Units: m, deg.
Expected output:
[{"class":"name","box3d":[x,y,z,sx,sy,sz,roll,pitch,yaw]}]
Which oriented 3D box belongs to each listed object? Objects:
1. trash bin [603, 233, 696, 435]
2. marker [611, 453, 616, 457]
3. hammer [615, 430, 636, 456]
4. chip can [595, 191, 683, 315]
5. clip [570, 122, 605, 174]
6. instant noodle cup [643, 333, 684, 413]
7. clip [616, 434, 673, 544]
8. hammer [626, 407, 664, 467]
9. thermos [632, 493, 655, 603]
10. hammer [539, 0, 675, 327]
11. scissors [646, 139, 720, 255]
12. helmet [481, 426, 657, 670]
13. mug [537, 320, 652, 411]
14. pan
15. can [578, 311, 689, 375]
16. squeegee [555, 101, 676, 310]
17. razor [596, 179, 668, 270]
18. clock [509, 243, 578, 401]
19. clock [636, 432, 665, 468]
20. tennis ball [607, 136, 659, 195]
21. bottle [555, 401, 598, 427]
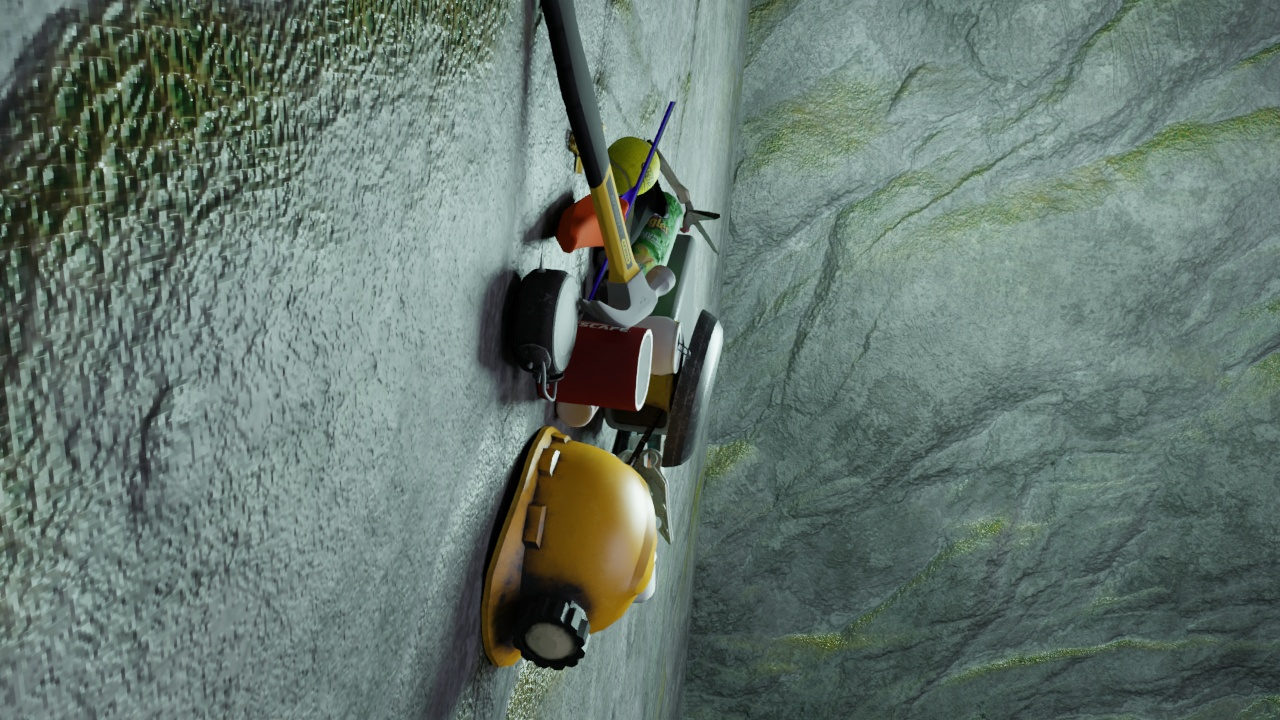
[{"class":"trash bin","box3d":[0.016,-0.042,1.261,0.219,0.098,0.192,-74,168,-50]},{"class":"marker","box3d":[-0.050,0.132,1.195,0.133,0.027,0.023,44,53,-82]},{"class":"hammer","box3d":[-0.039,0.198,1.301,0.130,0.032,0.317,86,14,-48]},{"class":"chip can","box3d":[0.001,-0.133,1.162,0.222,0.075,0.076,-71,165,-50]},{"class":"clip","box3d":[-0.052,-0.213,0.914,0.048,0.046,0.054,-164,-99,-74]},{"class":"instant noodle cup","box3d":[-0.007,0.007,1.100,0.102,0.108,0.102,8,89,-81]},{"class":"clip","box3d":[-0.007,0.168,1.246,0.150,0.110,0.127,50,-29,46]},{"class":"hammer","box3d":[-0.022,0.138,1.096,0.324,0.015,0.095,-60,162,-22]},{"class":"thermos","box3d":[-0.009,0.286,1.443,0.067,0.068,0.230,-72,166,-50]},{"class":"hammer","box3d":[-0.039,-0.173,0.816,0.126,0.029,0.324,-47,134,-41]},{"class":"scissors","box3d":[0.050,-0.229,1.299,0.199,0.015,0.179,6,-62,63]},{"class":"helmet","box3d":[-0.050,0.182,0.895,0.254,0.131,0.206,-70,164,-59]},{"class":"mug","box3d":[-0.041,0.000,0.919,0.116,0.096,0.080,-49,145,-74]},{"class":"pan","box3d":[0.068,0.069,1.206,0.357,0.040,0.207,86,19,-66]},{"class":"can","box3d":[-0.007,-0.020,1.019,0.064,0.127,0.064,8,89,-81]},{"class":"squeegee","box3d":[-0.046,-0.138,0.914,0.250,0.055,0.184,-65,176,24]},{"class":"razor","box3d":[-0.016,-0.165,1.106,0.155,0.060,0.057,-51,164,-37]},{"class":"clock","box3d":[-0.085,-0.029,0.787,0.091,0.044,0.122,67,31,-73]},{"class":"clock","box3d":[0.018,0.131,1.477,0.121,0.073,0.157,36,62,-80]},{"class":"tennis ball","box3d":[-0.011,-0.220,1.042,0.065,0.065,0.065,8,89,-81]},{"class":"bottle","box3d":[-0.059,0.035,1.011,0.115,0.041,0.041,-58,154,-69]}]
